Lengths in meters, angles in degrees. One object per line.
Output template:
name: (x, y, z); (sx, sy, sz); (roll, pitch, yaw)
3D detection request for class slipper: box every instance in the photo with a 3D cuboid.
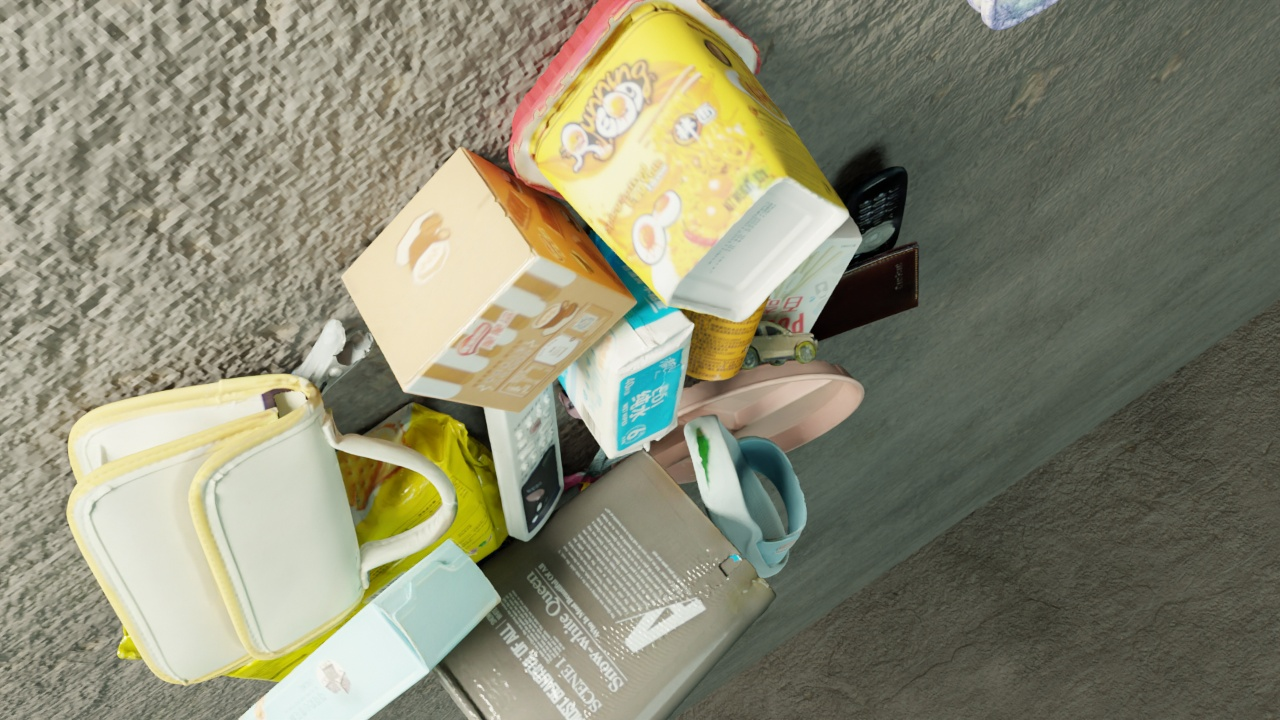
slipper: (0.096, 0.108, 0.772); (0.074, 0.104, 0.245); (-19, 151, 9)

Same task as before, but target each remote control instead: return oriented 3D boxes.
remote control: (0.172, -0.109, 0.690); (0.053, 0.024, 0.136); (-29, 158, 0)
remote control: (-0.076, 0.060, 0.625); (0.058, 0.021, 0.150); (-54, 154, -40)

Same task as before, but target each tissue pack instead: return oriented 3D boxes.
tissue pack: (-0.014, -0.008, 0.569); (0.063, 0.090, 0.140); (-25, 152, -18)

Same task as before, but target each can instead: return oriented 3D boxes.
can: (0.057, -0.059, 0.573); (0.058, 0.058, 0.146); (-14, 136, -37)

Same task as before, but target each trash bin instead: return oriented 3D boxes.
trash bin: (-0.027, 0.203, 0.720); (0.219, 0.199, 0.199); (-41, 164, -6)

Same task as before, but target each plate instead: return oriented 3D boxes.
plate: (0.082, 0.056, 0.806); (0.229, 0.028, 0.230); (-14, 157, -7)

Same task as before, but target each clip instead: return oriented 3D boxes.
clip: (-0.166, 0.003, 0.482); (0.057, 0.024, 0.029); (-43, 149, 13)

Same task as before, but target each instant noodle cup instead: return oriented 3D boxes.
instant noodle cup: (0.021, -0.091, 0.428); (0.116, 0.123, 0.116); (-46, 152, 22)

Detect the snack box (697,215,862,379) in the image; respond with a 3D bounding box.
snack box: (0.097, -0.044, 0.689); (0.084, 0.026, 0.157); (-6, 145, -19)

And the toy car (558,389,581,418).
toy car: (-0.004, 0.004, 0.664); (0.122, 0.037, 0.056); (-40, 152, 14)

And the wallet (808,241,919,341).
wallet: (0.171, -0.051, 0.760); (0.122, 0.020, 0.096); (-20, 153, 5)

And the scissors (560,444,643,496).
scissors: (-0.049, 0.093, 0.756); (0.105, 0.017, 0.136); (-6, 156, -15)

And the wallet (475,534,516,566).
wallet: (-0.106, 0.197, 0.863); (0.132, 0.040, 0.107); (6, 139, -47)

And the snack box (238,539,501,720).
snack box: (-0.165, 0.181, 0.553); (0.175, 0.051, 0.074); (-42, 177, 30)

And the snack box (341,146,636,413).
snack box: (-0.075, -0.036, 0.462); (0.093, 0.077, 0.094); (-42, 154, 16)

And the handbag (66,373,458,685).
handbag: (-0.184, 0.085, 0.484); (0.178, 0.063, 0.164); (-15, 131, -20)

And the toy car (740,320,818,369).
toy car: (0.088, -0.011, 0.669); (0.090, 0.035, 0.042); (-2, 180, -29)

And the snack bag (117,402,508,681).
snack bag: (-0.196, 0.134, 0.622); (0.246, 0.068, 0.158); (-34, 155, -3)

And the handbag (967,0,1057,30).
handbag: (0.221, -0.258, 0.437); (0.193, 0.075, 0.134); (-32, 150, -10)
